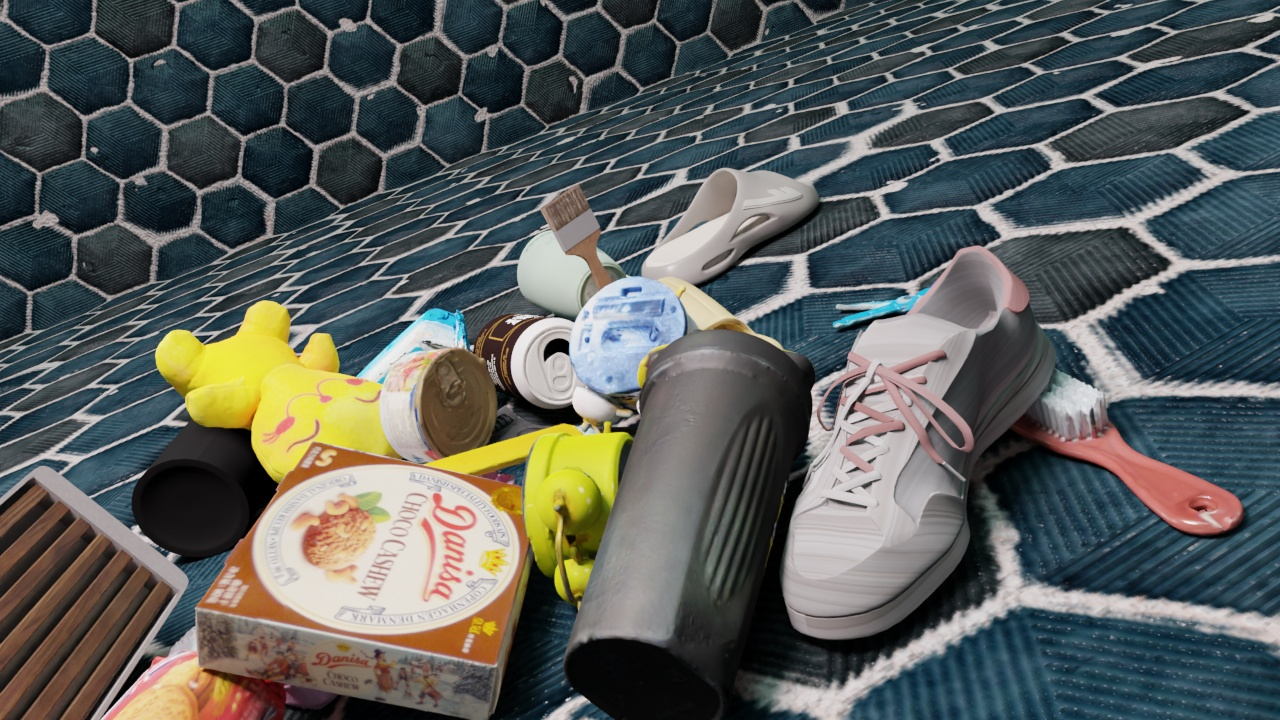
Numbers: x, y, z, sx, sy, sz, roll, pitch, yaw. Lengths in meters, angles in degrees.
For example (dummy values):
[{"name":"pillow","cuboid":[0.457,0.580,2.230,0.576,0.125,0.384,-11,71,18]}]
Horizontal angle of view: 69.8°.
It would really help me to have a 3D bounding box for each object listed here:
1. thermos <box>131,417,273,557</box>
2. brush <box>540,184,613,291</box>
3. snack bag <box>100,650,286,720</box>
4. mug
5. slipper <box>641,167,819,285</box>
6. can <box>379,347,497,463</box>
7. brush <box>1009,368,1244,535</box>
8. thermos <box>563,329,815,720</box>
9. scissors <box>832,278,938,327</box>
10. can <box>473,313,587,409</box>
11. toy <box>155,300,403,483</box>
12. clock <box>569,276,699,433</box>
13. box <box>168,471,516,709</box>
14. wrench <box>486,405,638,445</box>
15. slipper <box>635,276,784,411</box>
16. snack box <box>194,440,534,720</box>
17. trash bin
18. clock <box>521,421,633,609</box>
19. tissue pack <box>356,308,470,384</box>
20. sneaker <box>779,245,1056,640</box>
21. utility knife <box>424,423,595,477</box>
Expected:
[{"name":"thermos","cuboid":[-0.354,0.079,0.794,0.086,0.086,0.198,-19,21,1]},{"name":"brush","cuboid":[-0.042,-0.090,0.852,0.045,0.143,0.008,-40,27,-23]},{"name":"snack bag","cuboid":[-0.230,0.205,0.410,0.082,0.082,0.176,-13,22,17]},{"name":"mug","cuboid":[-0.054,-0.082,0.946,0.111,0.084,0.104,-1,18,-38]},{"name":"slipper","cuboid":[0.093,-0.162,0.994,0.265,0.081,0.113,-35,23,-33]},{"name":"can","cuboid":[-0.148,0.034,0.679,0.043,0.086,0.086,-3,27,32]},{"name":"brush","cuboid":[0.233,0.036,0.471,0.041,0.030,0.172,-22,22,-5]},{"name":"thermos","cuboid":[0.028,0.068,0.459,0.098,0.098,0.220,-9,35,26]},{"name":"scissors","cuboid":[0.217,-0.050,0.717,0.140,0.013,0.117,-3,28,40]},{"name":"can","cuboid":[-0.089,-0.001,0.760,0.071,0.072,0.129,-28,16,-21]},{"name":"toy","cuboid":[-0.278,0.040,0.716,0.194,0.088,0.134,29,34,17]},{"name":"clock","cuboid":[-0.004,0.004,0.642,0.089,0.052,0.125,-1,68,27]},{"name":"box","cuboid":[-0.186,0.133,0.593,0.153,0.037,0.200,-6,25,36]},{"name":"wrench","cuboid":[-0.054,0.058,0.683,0.274,0.018,0.072,-2,29,35]},{"name":"slipper","cuboid":[0.004,-0.021,0.741,0.111,0.079,0.262,-33,25,-22]},{"name":"snack box","cuboid":[-0.134,0.112,0.492,0.147,0.041,0.143,12,27,-2]},{"name":"trash bin","cuboid":[-0.362,0.178,0.479,0.114,0.114,0.228,-39,19,11]},{"name":"clock","cuboid":[-0.032,0.086,0.509,0.057,0.083,0.118,-6,22,14]},{"name":"tissue pack","cuboid":[-0.204,0.018,0.809,0.144,0.061,0.092,-42,19,8]},{"name":"sneaker","cuboid":[0.129,0.026,0.460,0.099,0.089,0.235,-4,36,49]},{"name":"utility knife","cuboid":[-0.096,0.065,0.615,0.158,0.017,0.030,-17,37,-33]}]
